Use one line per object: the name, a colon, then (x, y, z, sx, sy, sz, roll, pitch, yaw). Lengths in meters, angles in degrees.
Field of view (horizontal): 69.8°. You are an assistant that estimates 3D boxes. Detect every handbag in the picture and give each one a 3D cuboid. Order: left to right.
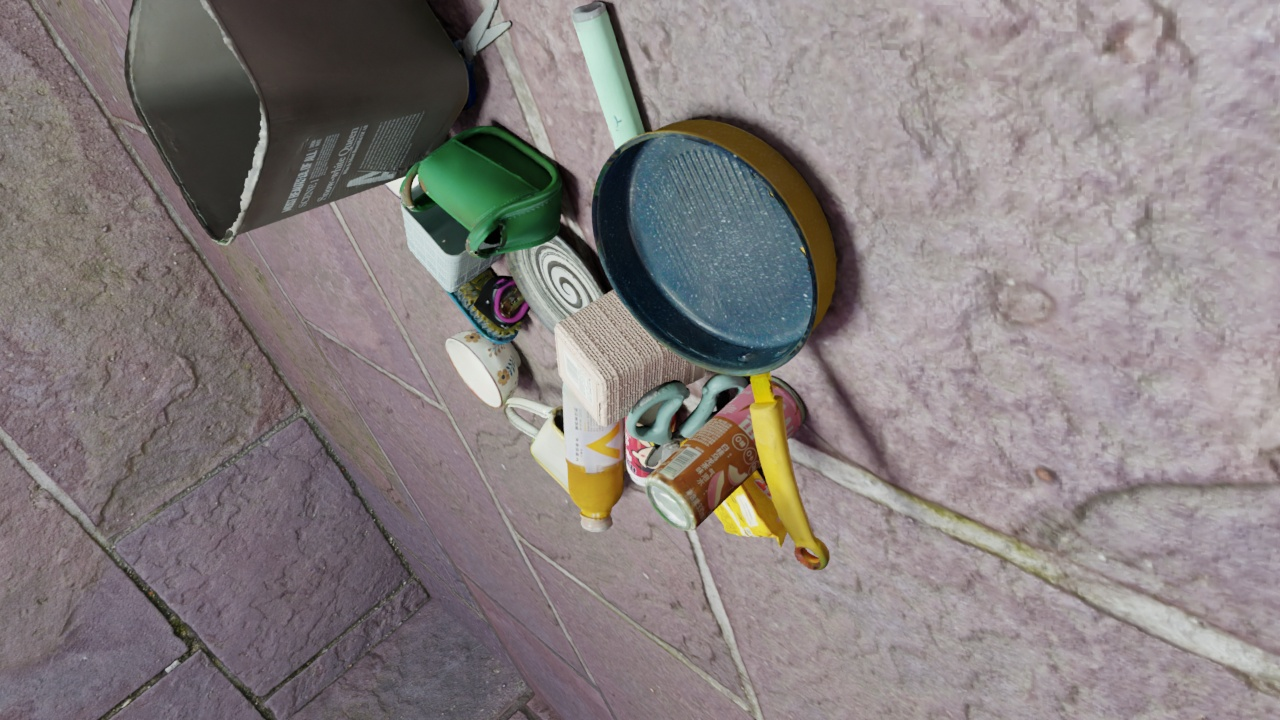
handbag: (-0.143, -0.152, 0.851, 0.131, 0.120, 0.068, 40, 147, 26)
handbag: (-0.097, 0.100, 1.169, 0.179, 0.063, 0.164, 42, 155, 2)

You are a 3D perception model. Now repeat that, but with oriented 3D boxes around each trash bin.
trash bin: (-0.293, -0.239, 0.805, 0.200, 0.219, 0.198, -40, 78, 46)

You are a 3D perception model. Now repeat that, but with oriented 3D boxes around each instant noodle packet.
instant noodle packet: (0.093, 0.126, 0.925, 0.128, 0.044, 0.111, 59, 161, -8)

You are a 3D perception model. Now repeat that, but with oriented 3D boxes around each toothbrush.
toothbrush: (-0.006, -0.166, 0.715, 0.027, 0.026, 0.225, -7, 127, 19)
toothbrush: (0.069, -0.013, 0.810, 0.018, 0.015, 0.181, 45, 157, 32)

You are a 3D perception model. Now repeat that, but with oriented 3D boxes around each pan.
pan: (0.077, -0.004, 0.688, 0.198, 0.078, 0.357, -9, 115, 50)

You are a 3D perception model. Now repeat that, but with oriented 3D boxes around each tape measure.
tape measure: (-0.154, -0.068, 1.052, 0.039, 0.057, 0.057, 15, 156, 48)

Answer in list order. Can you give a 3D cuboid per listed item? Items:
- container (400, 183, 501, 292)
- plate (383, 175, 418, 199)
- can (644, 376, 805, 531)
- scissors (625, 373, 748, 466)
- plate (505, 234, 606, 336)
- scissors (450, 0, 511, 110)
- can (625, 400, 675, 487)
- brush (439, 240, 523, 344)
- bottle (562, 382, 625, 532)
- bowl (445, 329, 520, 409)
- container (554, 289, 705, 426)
container: (-0.201, -0.140, 1.000, 0.090, 0.090, 0.112, 48, 158, 7)
plate: (-0.276, -0.262, 1.015, 0.192, 0.039, 0.193, 38, 152, 25)
can: (0.072, 0.077, 0.770, 0.058, 0.147, 0.058, 38, 152, 25)
scissors: (0.022, 0.063, 0.848, 0.180, 0.143, 0.019, -54, 48, 49)
plate: (-0.077, -0.074, 0.961, 0.179, 0.024, 0.180, 39, 154, 23)
scissors: (-0.152, -0.271, 0.830, 0.173, 0.012, 0.133, 26, 144, 40)
can: (0.010, 0.085, 0.993, 0.053, 0.053, 0.133, 38, 152, 25)
brush: (-0.202, -0.080, 1.119, 0.144, 0.055, 0.074, 51, 154, -3)
bottle: (-0.051, 0.103, 1.035, 0.068, 0.067, 0.190, 22, 120, 46)
bowl: (-0.200, 0.002, 1.219, 0.113, 0.062, 0.114, 37, 151, 24)
container: (-0.010, -0.009, 0.817, 0.090, 0.110, 0.090, 49, 157, 27)
